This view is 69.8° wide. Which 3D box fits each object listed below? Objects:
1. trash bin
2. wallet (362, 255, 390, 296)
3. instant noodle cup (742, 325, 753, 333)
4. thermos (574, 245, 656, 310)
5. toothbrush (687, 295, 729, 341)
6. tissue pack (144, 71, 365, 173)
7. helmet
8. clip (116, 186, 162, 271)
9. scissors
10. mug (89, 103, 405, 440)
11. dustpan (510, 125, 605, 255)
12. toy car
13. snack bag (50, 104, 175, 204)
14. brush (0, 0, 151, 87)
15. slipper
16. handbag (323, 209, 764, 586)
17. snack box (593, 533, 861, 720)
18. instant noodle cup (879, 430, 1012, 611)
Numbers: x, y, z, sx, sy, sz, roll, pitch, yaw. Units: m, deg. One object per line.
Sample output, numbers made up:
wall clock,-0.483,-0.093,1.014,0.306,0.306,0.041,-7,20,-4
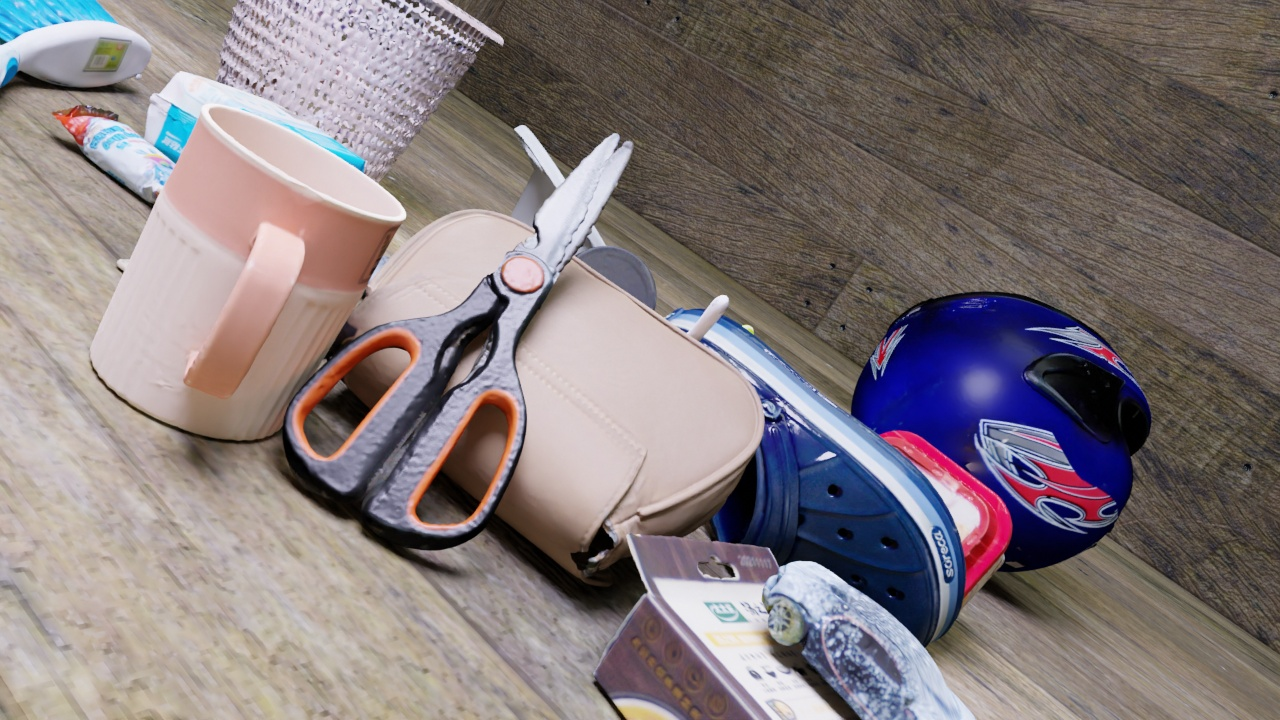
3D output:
trash bin,-0.263,-0.258,0.794,0.227,0.192,0.227,31,12,-7
wallet,-0.148,-0.039,0.642,0.097,0.019,0.120,38,11,15
instant noodle cup,0.085,0.056,0.677,0.123,0.112,0.111,45,14,16
thermos,-0.050,-0.042,0.653,0.090,0.068,0.242,4,0,-8
toothbrush,0.012,0.014,0.538,0.016,0.181,0.016,37,53,1
tissue pack,-0.262,-0.141,0.637,0.090,0.063,0.140,33,10,10
helmet,0.363,0.089,0.912,0.315,0.248,0.239,24,53,-17
clip,-0.216,-0.057,0.472,0.035,0.074,0.100,36,8,12
scissors,-0.048,-0.016,0.404,0.139,0.234,0.022,50,-28,10
mug,-0.149,-0.027,0.349,0.081,0.106,0.114,26,13,-28
dustpan,-0.041,-0.103,0.898,0.257,0.143,0.222,26,13,-25
toy car,0.091,0.117,0.349,0.105,0.031,0.048,46,18,26
snack bag,-0.292,-0.114,0.535,0.105,0.026,0.045,37,9,10
brush,-0.393,-0.198,0.567,0.109,0.061,0.314,34,13,-10
slipper,0.083,0.074,0.543,0.095,0.105,0.253,-34,77,-33
handbag,-0.048,0.018,0.459,0.204,0.100,0.147,36,38,15
snack box,0.051,0.131,0.363,0.113,0.053,0.125,19,17,-50
instant noodle cup,0.195,0.130,0.649,0.116,0.116,0.124,42,4,38
